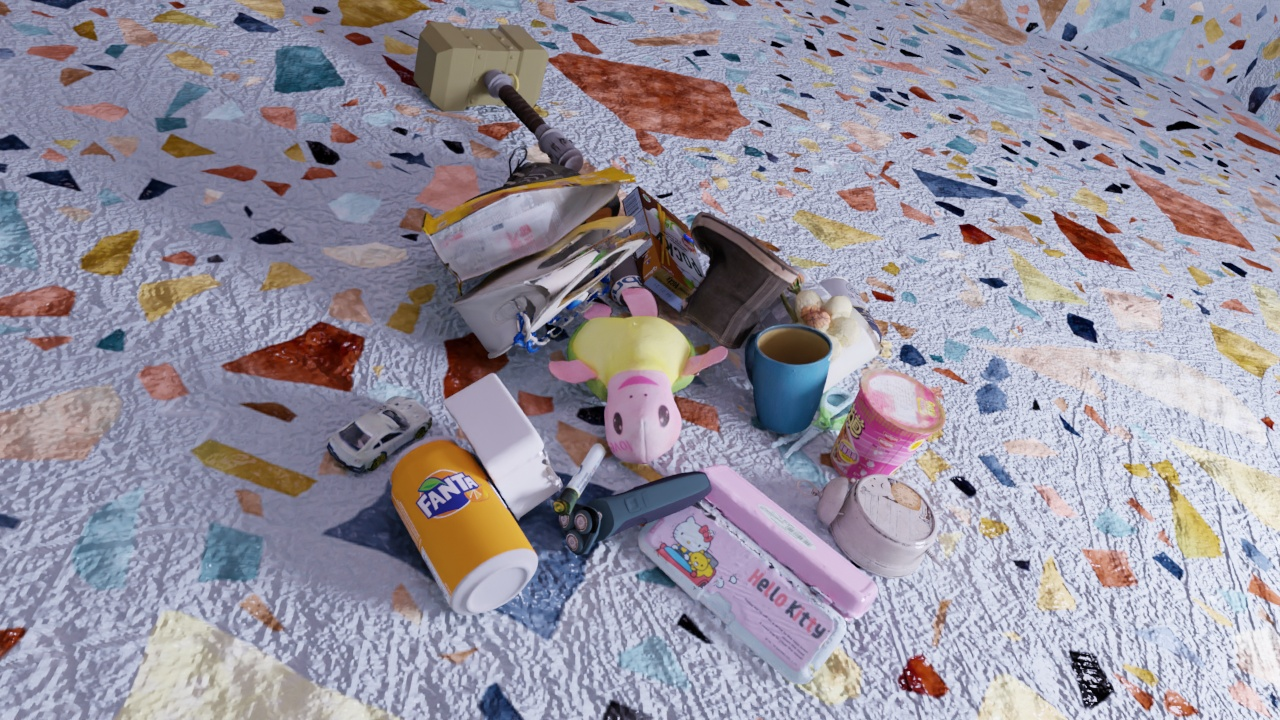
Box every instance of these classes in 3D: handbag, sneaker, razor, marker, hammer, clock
[{"bbox_3d":[-0.080,-0.084,0.978,0.093,0.200,0.200,59,42,-13],"label":"handbag"},{"bbox_3d":[0.093,-0.097,1.090,0.095,0.120,0.234,31,10,-28],"label":"sneaker"},{"bbox_3d":[0.194,-0.049,1.112,0.112,0.123,0.171,-34,54,-8],"label":"handbag"},{"bbox_3d":[-0.003,0.134,0.839,0.142,0.052,0.047,-17,72,-13],"label":"razor"},{"bbox_3d":[-0.154,-0.214,1.174,0.237,0.101,0.143,-16,49,-38],"label":"sneaker"},{"bbox_3d":[-0.054,0.109,0.862,0.017,0.017,0.146,24,18,4],"label":"marker"},{"bbox_3d":[-0.179,-0.374,1.349,0.189,0.101,0.325,-13,49,-35],"label":"hammer"},{"bbox_3d":[0.234,0.155,0.938,0.157,0.061,0.103,24,38,0],"label":"clock"}]

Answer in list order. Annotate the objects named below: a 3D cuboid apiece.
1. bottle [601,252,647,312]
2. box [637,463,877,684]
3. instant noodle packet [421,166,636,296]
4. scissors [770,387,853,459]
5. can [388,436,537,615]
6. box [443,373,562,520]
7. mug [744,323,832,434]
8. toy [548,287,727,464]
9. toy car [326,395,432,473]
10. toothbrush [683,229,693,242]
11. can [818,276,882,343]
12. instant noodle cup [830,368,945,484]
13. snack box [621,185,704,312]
[{"bbox_3d":[-0.019,-0.100,1.139,0.047,0.047,0.112,1,43,-23],"label":"bottle"},{"bbox_3d":[0.113,0.181,0.848,0.201,0.073,0.149,37,41,21],"label":"box"},{"bbox_3d":[-0.118,-0.160,1.001,0.221,0.084,0.163,-24,17,-4],"label":"instant noodle packet"},{"bbox_3d":[0.213,0.080,1.058,0.078,0.033,0.175,42,47,21],"label":"scissors"},{"bbox_3d":[-0.151,0.137,0.770,0.079,0.079,0.142,-13,49,-36],"label":"can"},{"bbox_3d":[-0.112,0.073,0.824,0.076,0.107,0.102,-35,57,-11],"label":"box"},{"bbox_3d":[0.157,0.017,1.030,0.084,0.104,0.112,-20,40,-26],"label":"mug"},{"bbox_3d":[-0.006,0.006,0.984,0.190,0.088,0.237,-4,44,-12],"label":"toy"},{"bbox_3d":[-0.241,0.064,0.856,0.048,0.033,0.105,32,38,17],"label":"toy car"},{"bbox_3d":[0.132,-0.156,1.270,0.182,0.018,0.016,9,44,-36],"label":"toothbrush"},{"bbox_3d":[0.265,-0.058,1.204,0.064,0.064,0.127,5,41,-19],"label":"can"},{"bbox_3d":[0.262,0.081,1.001,0.097,0.109,0.097,13,39,-11],"label":"instant noodle cup"},{"bbox_3d":[0.034,-0.139,1.185,0.101,0.032,0.185,34,28,-34],"label":"snack box"}]
